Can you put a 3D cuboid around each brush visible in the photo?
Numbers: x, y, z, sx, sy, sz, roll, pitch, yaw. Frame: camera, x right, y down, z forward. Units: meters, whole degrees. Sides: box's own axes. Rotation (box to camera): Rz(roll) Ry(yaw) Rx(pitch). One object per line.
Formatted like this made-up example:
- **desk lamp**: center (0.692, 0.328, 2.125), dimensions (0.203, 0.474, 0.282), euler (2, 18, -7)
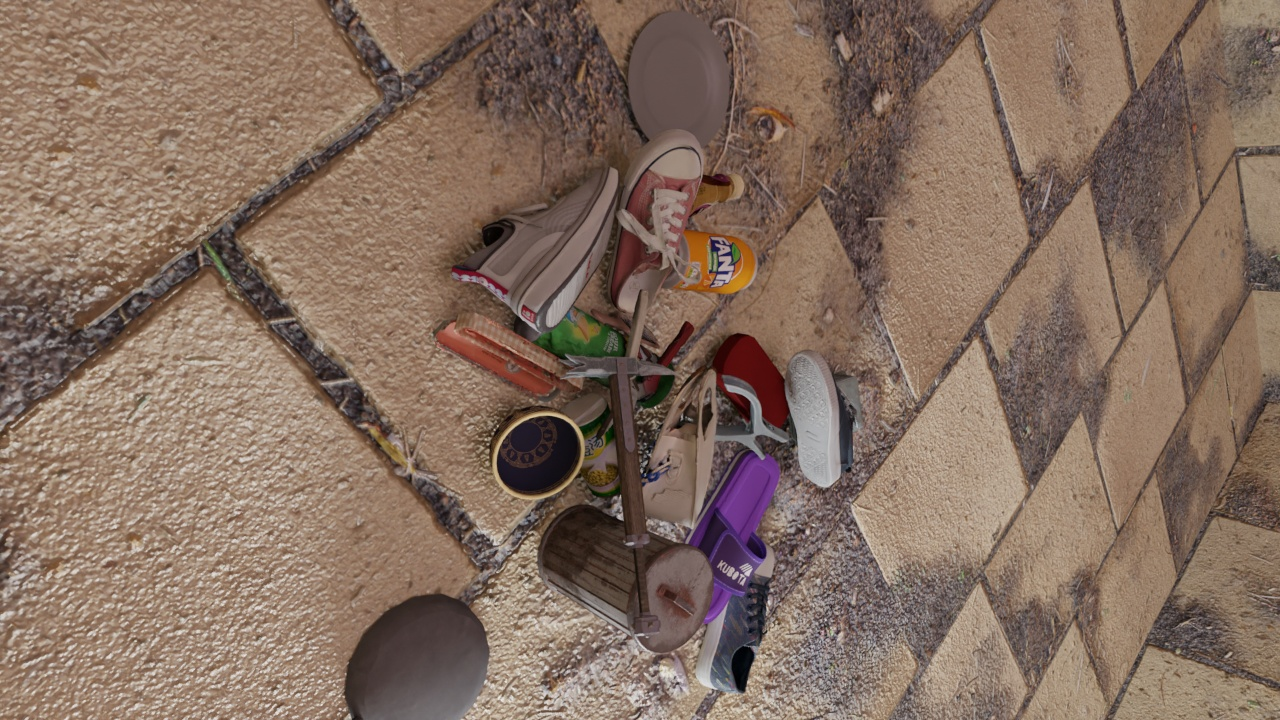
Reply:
- **brush**: center (0.160, 0.034, 1.346), dimensions (0.082, 0.042, 0.173), euler (-55, 128, -18)
- **brush**: center (-0.019, -0.047, 1.147), dimensions (0.015, 0.050, 0.135), euler (-49, 150, 12)

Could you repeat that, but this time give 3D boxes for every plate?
- **plate**: center (0.049, -0.357, 1.187), dimensions (0.178, 0.012, 0.178), euler (-10, 105, -39)

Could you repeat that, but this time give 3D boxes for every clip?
- **clip**: center (0.161, 0.069, 1.302), dimensions (0.171, 0.029, 0.142), euler (27, 119, -29)

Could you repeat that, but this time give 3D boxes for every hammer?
- **hammer**: center (-0.006, 0.147, 1.034), dimensions (0.146, 0.028, 0.316), euler (1, 73, -25)

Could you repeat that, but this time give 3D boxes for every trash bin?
- **trash bin**: center (-0.017, 0.264, 1.128), dimensions (0.130, 0.211, 0.131), euler (-10, 105, -39)

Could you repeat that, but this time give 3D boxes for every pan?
- **pan**: center (-0.311, 0.406, 1.016), dimensions (0.356, 0.041, 0.179), euler (-35, 120, -31)

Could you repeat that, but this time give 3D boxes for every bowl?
- **bowl**: center (-0.129, 0.101, 1.090), dimensions (0.112, 0.061, 0.112), euler (-9, 114, -22)

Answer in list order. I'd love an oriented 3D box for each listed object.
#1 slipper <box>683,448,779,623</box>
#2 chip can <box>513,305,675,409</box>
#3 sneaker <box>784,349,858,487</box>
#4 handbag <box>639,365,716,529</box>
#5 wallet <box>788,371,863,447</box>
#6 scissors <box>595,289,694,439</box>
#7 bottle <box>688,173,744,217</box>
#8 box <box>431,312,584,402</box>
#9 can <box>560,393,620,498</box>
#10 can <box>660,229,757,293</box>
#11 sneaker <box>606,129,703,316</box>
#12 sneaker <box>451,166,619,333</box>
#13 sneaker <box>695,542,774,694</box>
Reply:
- **slipper**: center (0.142, 0.258, 1.339), dimensions (0.107, 0.084, 0.266), euler (35, 74, -29)
- **chip can**: center (-0.055, -0.012, 1.130), dimensions (0.223, 0.075, 0.075), euler (31, 79, -40)
- **sneaker**: center (0.281, 0.081, 1.375), dimensions (0.087, 0.089, 0.236), euler (-30, 123, -29)
- **handbag**: center (0.050, 0.101, 1.181), dimensions (0.200, 0.093, 0.200), euler (-46, 147, -74)
- **wallet**: center (0.294, 0.079, 1.468), dimensions (0.131, 0.054, 0.100), euler (-17, 102, -35)
- **scissors**: center (0.003, 0.005, 1.123), dimensions (0.192, 0.015, 0.179), euler (-28, 115, -34)
- **bottle**: center (0.069, -0.220, 1.202), dimensions (0.165, 0.060, 0.060), euler (-18, 110, -37)
- **box**: center (-0.150, -0.003, 1.057), dimensions (0.187, 0.083, 0.043), euler (31, 59, -39)
- **can**: center (-0.054, 0.108, 1.158), dimensions (0.067, 0.067, 0.121), euler (-39, 122, -29)
- **can**: center (0.084, -0.131, 1.220), dimensions (0.142, 0.079, 0.079), euler (1, 98, -41)
- **sneaker**: center (0.019, -0.153, 1.101), dimensions (0.118, 0.087, 0.241), euler (7, 119, -20)
- **sneaker**: center (-0.107, -0.145, 1.050), dimensions (0.097, 0.129, 0.262), euler (107, 9, -49)
- **sneaker**: center (0.158, 0.393, 1.396), dimensions (0.087, 0.079, 0.235), euler (26, 82, -41)
